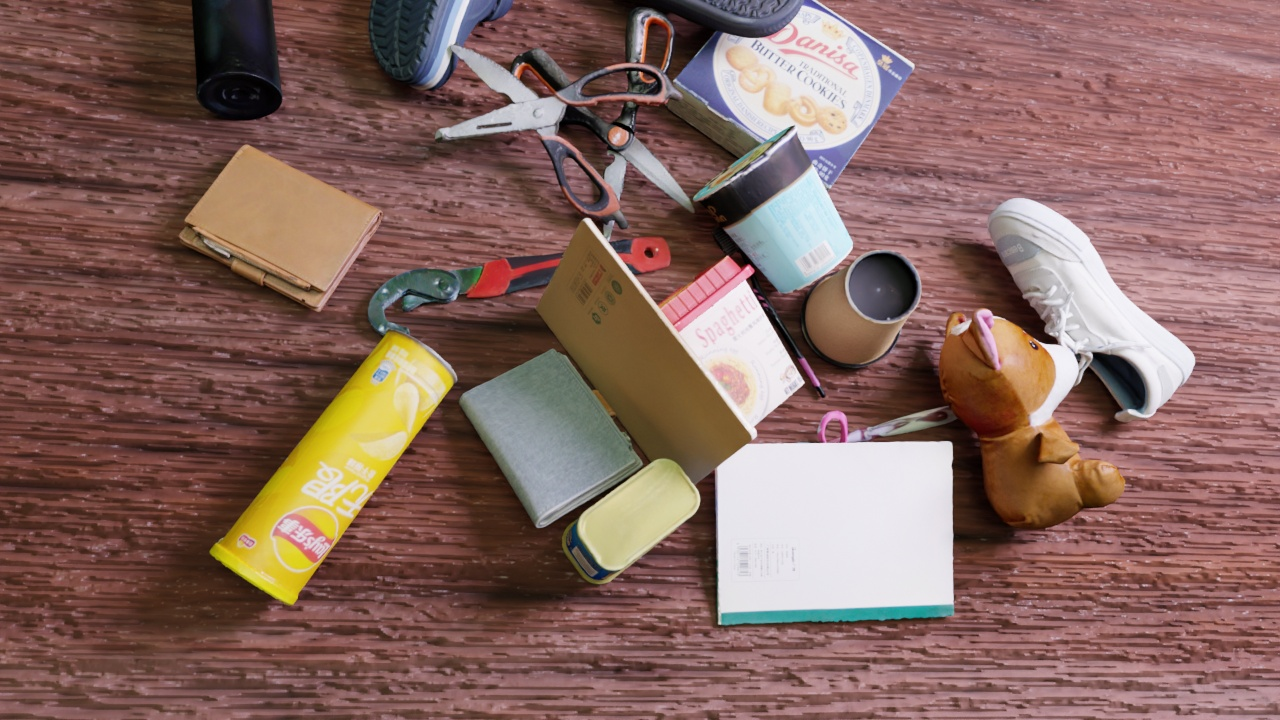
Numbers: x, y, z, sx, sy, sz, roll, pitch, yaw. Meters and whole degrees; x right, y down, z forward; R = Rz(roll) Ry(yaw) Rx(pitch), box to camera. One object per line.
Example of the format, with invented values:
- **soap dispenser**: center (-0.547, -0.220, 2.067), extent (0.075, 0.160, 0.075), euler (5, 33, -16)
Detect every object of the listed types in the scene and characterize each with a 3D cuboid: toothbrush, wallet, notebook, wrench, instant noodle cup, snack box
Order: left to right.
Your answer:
- **wallet**: center (-0.303, -0.113, 0.776), extent (0.132, 0.031, 0.107), euler (26, 66, -1)
- **wrench**: center (-0.103, -0.073, 0.808), extent (0.273, 0.016, 0.056), euler (-14, 77, -15)
- **wallet**: center (-0.072, 0.060, 0.754), extent (0.106, 0.037, 0.129), euler (-28, 63, -19)
- **notebook**: center (-0.004, 0.004, 0.733), extent (0.008, 0.148, 0.207), euler (-33, 80, -31)
- **instant noodle cup**: center (0.062, -0.004, 0.773), extent (0.116, 0.117, 0.124), euler (-38, 95, -20)
- **toothbrush**: center (0.117, -0.046, 0.843), extent (0.017, 0.014, 0.189), euler (-28, 79, -8)
- **instant noodle cup**: center (0.125, -0.129, 0.821), extent (0.111, 0.111, 0.120), euler (-41, 102, -20)
- **snack box**: center (0.148, -0.271, 0.905), extent (0.178, 0.046, 0.182), euler (35, 70, 3)
- **notebook**: center (0.165, 0.144, 0.773), extent (0.209, 0.012, 0.150), euler (1, 86, -10)
- **toothbrush**: center (0.208, 0.063, 0.821), extent (0.187, 0.017, 0.016), euler (-12, 74, -13)

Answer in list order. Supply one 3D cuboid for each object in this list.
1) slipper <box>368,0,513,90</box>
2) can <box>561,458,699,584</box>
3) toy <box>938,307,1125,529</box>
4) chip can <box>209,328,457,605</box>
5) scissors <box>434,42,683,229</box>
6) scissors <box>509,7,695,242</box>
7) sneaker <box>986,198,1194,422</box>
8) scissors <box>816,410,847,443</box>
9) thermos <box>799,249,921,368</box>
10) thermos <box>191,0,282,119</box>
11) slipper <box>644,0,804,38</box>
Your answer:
- **slipper**: center (-0.166, -0.363, 0.855), extent (0.105, 0.095, 0.252), euler (17, 84, 39)
- **can**: center (-0.008, 0.126, 0.724), extent (0.102, 0.083, 0.057), euler (-35, 81, -19)
- **toy**: center (0.329, 0.042, 0.791), extent (0.130, 0.140, 0.199), euler (-32, 85, -2)
- **chip can**: center (-0.230, 0.079, 0.705), extent (0.072, 0.072, 0.213), euler (34, 69, 1)
- **scissors**: center (-0.070, -0.217, 0.819), extent (0.223, 0.015, 0.189), euler (44, 86, -8)
- **scissors**: center (-0.025, -0.228, 0.851), extent (0.221, 0.021, 0.232), euler (27, 87, 8)
- **sneaker**: center (0.403, -0.042, 0.861), extent (0.242, 0.090, 0.090), euler (45, 74, -1)
- **scissors**: center (0.186, 0.110, 0.795), extent (0.134, 0.017, 0.133), euler (0, 85, -16)
- **thermos**: center (0.193, -0.047, 0.795), extent (0.093, 0.143, 0.093), euler (0, 80, 0)
- **thermos**: center (-0.354, -0.339, 0.819), extent (0.090, 0.068, 0.242), euler (-8, 74, -8)
- **slipper**: center (0.049, -0.379, 0.903), extent (0.268, 0.083, 0.110), euler (38, 88, 25)
